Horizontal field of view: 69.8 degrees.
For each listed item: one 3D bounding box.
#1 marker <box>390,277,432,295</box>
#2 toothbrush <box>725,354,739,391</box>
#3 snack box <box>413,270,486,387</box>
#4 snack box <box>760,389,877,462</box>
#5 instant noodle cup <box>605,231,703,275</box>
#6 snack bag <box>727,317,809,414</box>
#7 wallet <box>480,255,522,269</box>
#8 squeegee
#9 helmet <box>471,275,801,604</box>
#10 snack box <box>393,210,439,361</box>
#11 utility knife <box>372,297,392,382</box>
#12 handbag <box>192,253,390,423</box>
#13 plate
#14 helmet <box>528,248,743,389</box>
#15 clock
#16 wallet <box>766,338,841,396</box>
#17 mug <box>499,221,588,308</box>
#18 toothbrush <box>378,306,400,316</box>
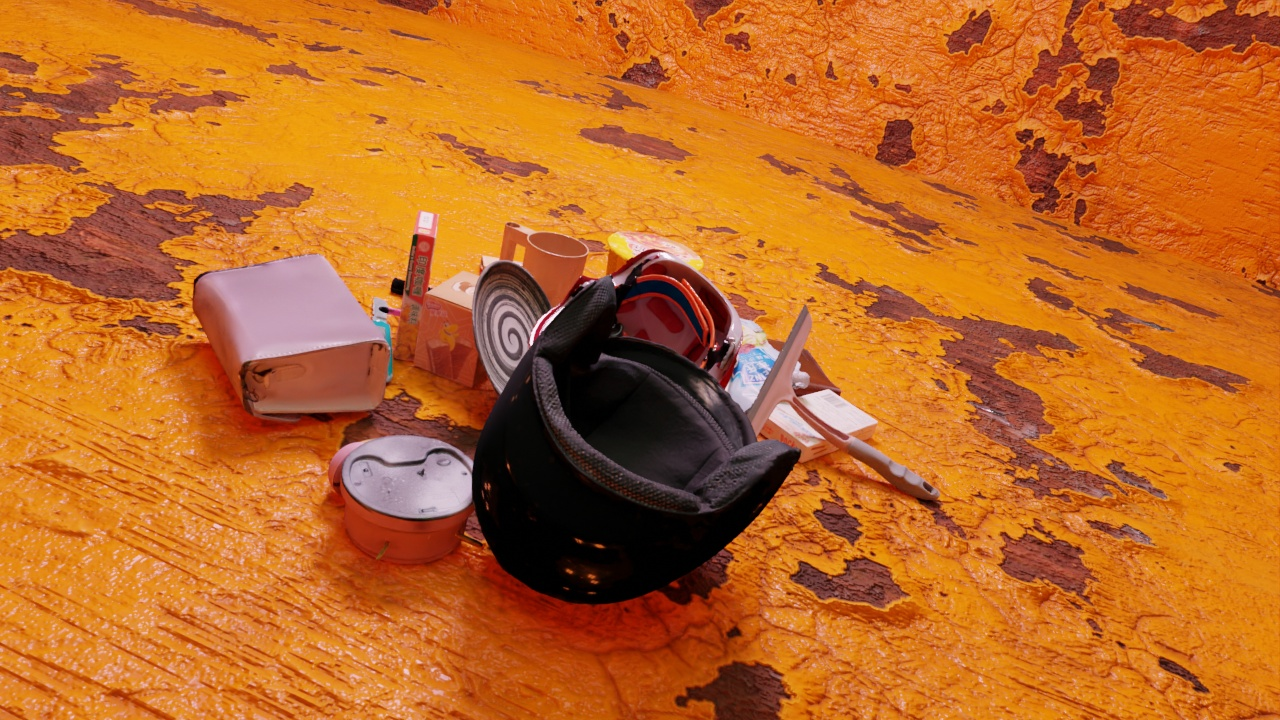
[{"bbox_3d":[-0.261,-0.081,1.197,0.132,0.020,0.022,17,43,3],"label":"marker"},{"bbox_3d":[0.100,0.042,1.117,0.016,0.016,0.179,-3,35,19],"label":"toothbrush"},{"bbox_3d":[-0.200,-0.038,1.058,0.077,0.094,0.092,21,27,10],"label":"snack box"},{"bbox_3d":[0.218,0.078,1.140,0.156,0.027,0.085,-11,38,-43],"label":"snack box"},{"bbox_3d":[0.009,-0.105,1.292,0.138,0.110,0.137,12,26,-6],"label":"instant noodle cup"},{"bbox_3d":[0.138,0.002,1.210,0.110,0.039,0.191,-14,33,-15],"label":"snack bag"},{"bbox_3d":[-0.172,-0.128,1.322,0.115,0.024,0.087,10,9,-13],"label":"wallet"},{"bbox_3d":[0.241,0.091,1.070,0.249,0.040,0.246,36,51,-2],"label":"squeegee"},{"bbox_3d":[-0.013,0.078,0.784,0.233,0.231,0.274,45,21,13],"label":"helmet"},{"bbox_3d":[-0.256,-0.085,1.050,0.027,0.156,0.077,10,27,-13],"label":"snack box"},{"bbox_3d":[-0.305,-0.028,1.072,0.029,0.013,0.216,9,26,-21],"label":"utility knife"},{"bbox_3d":[-0.361,-0.024,0.937,0.144,0.099,0.197,-4,33,-38],"label":"handbag"},{"bbox_3d":[-0.139,-0.023,1.013,0.024,0.179,0.179,-13,15,25],"label":"plate"},{"bbox_3d":[-0.006,0.006,1.030,0.239,0.144,0.207,-28,56,-21],"label":"helmet"},{"bbox_3d":[-0.207,0.111,0.801,0.117,0.060,0.158,-3,33,-31],"label":"clock"},{"bbox_3d":[0.209,0.012,1.265,0.101,0.032,0.124,9,27,-20],"label":"wallet"},{"bbox_3d":[-0.139,-0.118,1.241,0.125,0.104,0.084,24,27,16],"label":"mug"},{"bbox_3d":[-0.228,-0.039,1.129,0.189,0.014,0.017,14,35,-11],"label":"toothbrush"}]
